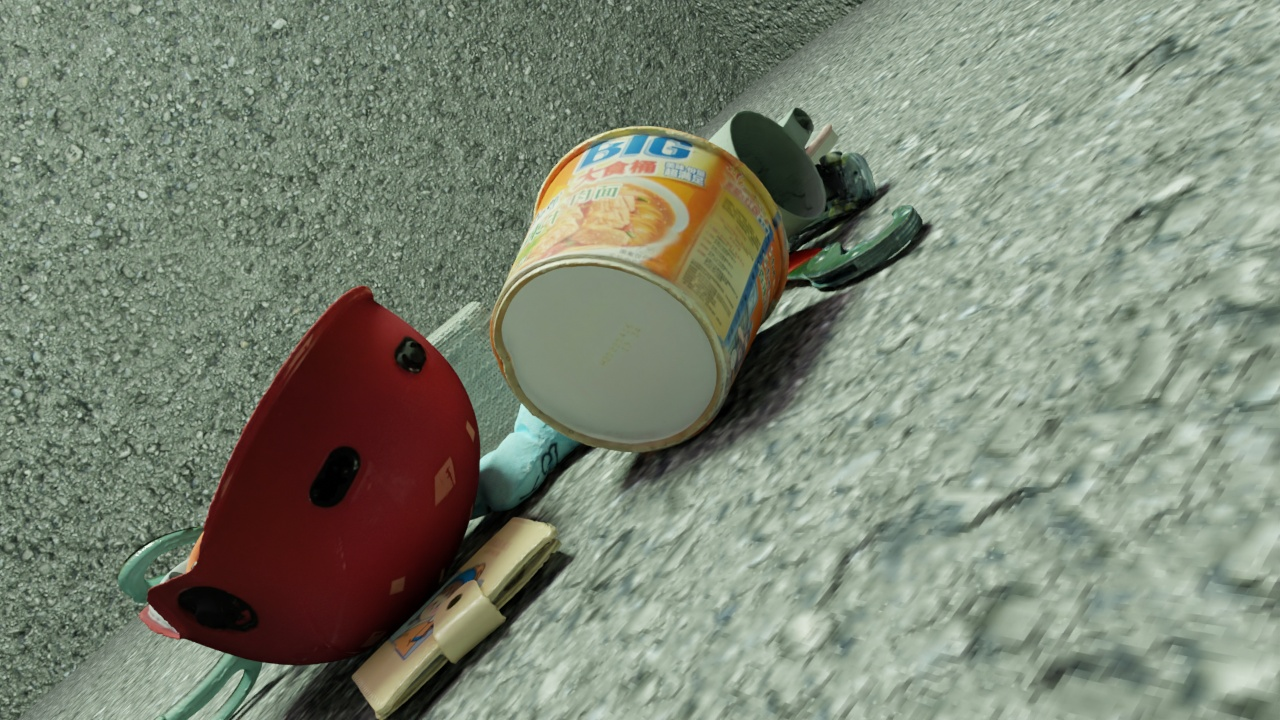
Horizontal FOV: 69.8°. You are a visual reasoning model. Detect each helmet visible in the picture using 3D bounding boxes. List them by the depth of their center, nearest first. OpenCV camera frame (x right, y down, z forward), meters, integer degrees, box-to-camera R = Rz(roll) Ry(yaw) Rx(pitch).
[{"bbox_3d":[-0.165,0.078,0.530,0.241,0.144,0.206,-41,22,49],"label":"helmet"}]

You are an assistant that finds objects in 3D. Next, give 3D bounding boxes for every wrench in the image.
[{"bbox_3d":[0.095,-0.064,0.602,0.056,0.016,0.274,-42,11,-11],"label":"wrench"}]

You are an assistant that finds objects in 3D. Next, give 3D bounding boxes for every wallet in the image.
[{"bbox_3d":[-0.089,0.125,0.452,0.115,0.024,0.087,-43,6,-21],"label":"wallet"}]

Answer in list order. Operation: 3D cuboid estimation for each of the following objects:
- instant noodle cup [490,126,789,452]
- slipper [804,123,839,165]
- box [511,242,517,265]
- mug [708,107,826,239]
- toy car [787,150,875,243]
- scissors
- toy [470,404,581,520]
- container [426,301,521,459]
[{"bbox_3d":[-0.003,-0.031,0.484,0.152,0.151,0.111,-32,22,35],"label":"instant noodle cup"},{"bbox_3d":[0.055,-0.107,0.761,0.274,0.054,0.114,-44,1,-6],"label":"slipper"},{"bbox_3d":[-0.034,-0.104,0.888,0.169,0.079,0.091,-11,24,26],"label":"box"},{"bbox_3d":[0.064,-0.111,0.622,0.104,0.083,0.123,-38,14,40],"label":"mug"},{"bbox_3d":[0.123,-0.113,0.643,0.034,0.043,0.091,-13,-8,-44],"label":"toy car"},{"bbox_3d":[-0.295,0.187,0.616,0.019,0.173,0.169,22,76,30],"label":"scissors"},{"bbox_3d":[-0.060,0.039,0.618,0.162,0.050,0.155,-31,25,48],"label":"toy"},{"bbox_3d":[-0.133,0.021,0.756,0.090,0.114,0.090,-37,11,9],"label":"container"}]
